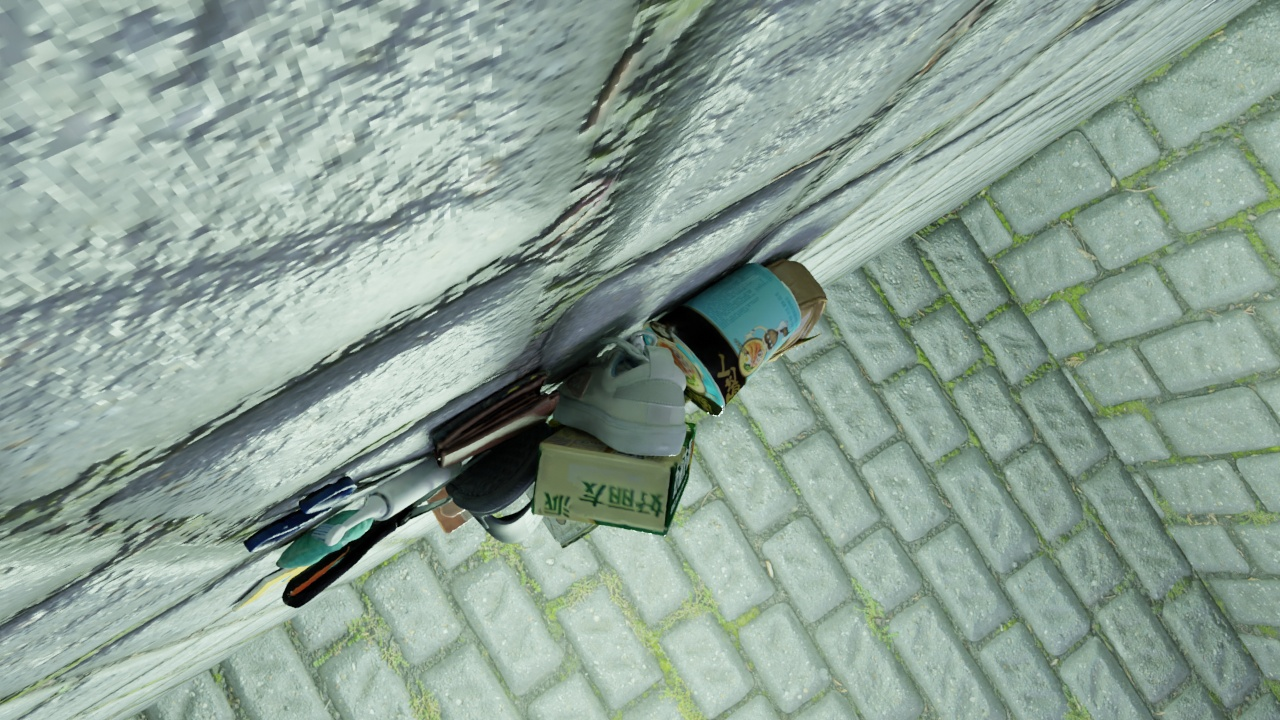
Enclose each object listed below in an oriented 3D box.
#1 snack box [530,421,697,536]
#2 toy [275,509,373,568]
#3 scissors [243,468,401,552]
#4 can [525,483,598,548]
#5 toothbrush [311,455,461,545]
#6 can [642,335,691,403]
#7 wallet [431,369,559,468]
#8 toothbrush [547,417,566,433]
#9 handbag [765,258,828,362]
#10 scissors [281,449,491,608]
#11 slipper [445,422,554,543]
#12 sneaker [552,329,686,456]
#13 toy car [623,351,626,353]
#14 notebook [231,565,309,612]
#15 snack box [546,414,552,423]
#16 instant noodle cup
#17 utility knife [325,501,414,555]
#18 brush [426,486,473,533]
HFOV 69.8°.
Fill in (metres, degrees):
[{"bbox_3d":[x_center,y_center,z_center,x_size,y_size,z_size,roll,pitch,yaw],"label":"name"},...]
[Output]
[{"bbox_3d":[-0.015,0.094,0.840,0.114,0.063,0.240,8,-175,6],"label":"snack box"},{"bbox_3d":[-0.280,0.158,0.821,0.092,0.030,0.096,-28,-176,5],"label":"toy"},{"bbox_3d":[-0.215,0.096,0.674,0.141,0.012,0.170,-36,177,40],"label":"scissors"},{"bbox_3d":[-0.105,0.137,1.041,0.058,0.146,0.058,-32,177,-2],"label":"can"},{"bbox_3d":[-0.197,0.108,0.735,0.026,0.027,0.220,11,-170,10],"label":"toothbrush"},{"bbox_3d":[0.063,-0.015,0.933,0.102,0.083,0.057,-32,177,-5],"label":"can"},{"bbox_3d":[-0.121,0.052,0.739,0.101,0.032,0.125,-28,175,-16],"label":"wallet"},{"bbox_3d":[-0.055,0.039,0.958,0.016,0.016,0.189,-3,-164,18],"label":"toothbrush"},{"bbox_3d":[0.143,-0.046,1.054,0.148,0.100,0.204,-36,172,18],"label":"handbag"},{"bbox_3d":[-0.241,0.153,0.865,0.220,0.022,0.235,-40,-169,-29],"label":"scissors"},{"bbox_3d":[-0.125,0.123,0.907,0.110,0.083,0.269,-46,-170,-17],"label":"slipper"},{"bbox_3d":[-0.022,0.017,0.805,0.089,0.091,0.242,4,-176,-18],"label":"sneaker"},{"bbox_3d":[-0.006,0.006,0.946,0.036,0.043,0.091,-33,176,2],"label":"toy car"},{"bbox_3d":[-0.376,0.231,1.102,0.205,0.010,0.146,-28,175,-44],"label":"notebook"},{"bbox_3d":[-0.078,0.054,1.108,0.077,0.027,0.156,-30,176,-18],"label":"snack box"},{"bbox_3d":[0.082,-0.028,0.857,0.120,0.111,0.111,-39,178,-13],"label":"instant noodle cup"},{"bbox_3d":[-0.314,0.190,1.043,0.033,0.015,0.153,-27,-179,37],"label":"utility knife"},{"bbox_3d":[-0.196,0.153,1.151,0.145,0.063,0.073,-31,-174,-27],"label":"brush"}]
